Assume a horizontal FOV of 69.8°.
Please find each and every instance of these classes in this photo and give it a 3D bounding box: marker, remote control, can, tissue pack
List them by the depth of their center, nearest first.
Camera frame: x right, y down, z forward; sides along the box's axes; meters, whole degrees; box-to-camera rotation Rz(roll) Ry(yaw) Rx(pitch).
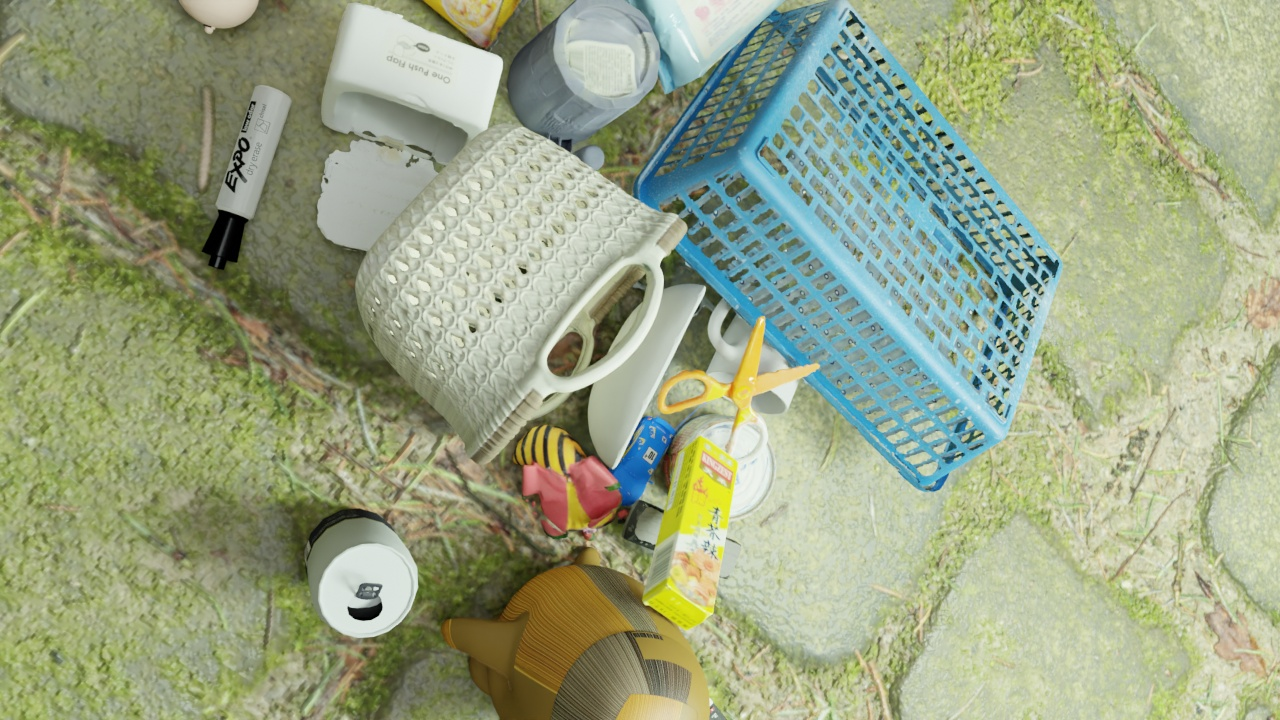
[{"bbox_3d":[-0.184,0.138,0.601,0.064,0.127,0.064,-1,91,-22],"label":"can"},{"bbox_3d":[-0.266,-0.122,0.617,0.025,0.025,0.126,18,85,-22],"label":"marker"},{"bbox_3d":[-0.130,-0.277,0.645,0.105,0.068,0.067,36,78,-20],"label":"can"},{"bbox_3d":[0.051,-0.304,0.711,0.181,0.070,0.112,-44,122,-13],"label":"tissue pack"},{"bbox_3d":[0.035,0.143,0.728,0.136,0.013,0.033,32,79,-44],"label":"remote control"},{"bbox_3d":[0.065,0.087,0.747,0.086,0.043,0.086,0,90,-20],"label":"can"},{"bbox_3d":[0.059,0.306,0.767,0.028,0.012,0.124,-40,105,-16],"label":"remote control"}]

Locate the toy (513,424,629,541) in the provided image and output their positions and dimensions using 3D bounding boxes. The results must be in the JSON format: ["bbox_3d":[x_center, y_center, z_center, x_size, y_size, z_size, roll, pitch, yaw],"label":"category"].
[{"bbox_3d":[-0.053,0.095,0.690,0.103,0.084,0.046,54,40,-12],"label":"toy"}]

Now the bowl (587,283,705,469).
[{"bbox_3d":[-0.004,0.004,0.671,0.043,0.150,0.149,27,81,2],"label":"bowl"}]

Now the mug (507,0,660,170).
[{"bbox_3d":[-0.045,-0.188,0.662,0.083,0.104,0.124,9,87,-23],"label":"mug"}]

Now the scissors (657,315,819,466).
[{"bbox_3d":[0.077,0.029,0.694,0.125,0.011,0.128,-17,114,4],"label":"scissors"}]

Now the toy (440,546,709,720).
[{"bbox_3d":[-0.028,0.226,0.626,0.198,0.204,0.162,18,85,-22],"label":"toy"}]

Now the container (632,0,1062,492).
[{"bbox_3d":[0.194,-0.100,0.731,0.362,0.089,0.256,42,58,-18],"label":"container"}]

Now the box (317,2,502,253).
[{"bbox_3d":[-0.169,-0.141,0.623,0.108,0.126,0.136,17,76,-20],"label":"box"}]

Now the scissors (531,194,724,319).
[{"bbox_3d":[-0.007,-0.062,0.729,0.173,0.014,0.141,27,86,-20],"label":"scissors"}]

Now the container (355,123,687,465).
[{"bbox_3d":[-0.080,-0.037,0.584,0.143,0.246,0.184,41,76,-4],"label":"container"}]

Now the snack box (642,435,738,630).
[{"bbox_3d":[0.038,0.118,0.651,0.040,0.029,0.147,36,37,-14],"label":"snack box"}]

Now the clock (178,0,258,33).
[{"bbox_3d":[-0.259,-0.308,0.595,0.160,0.086,0.131,-41,106,-7],"label":"clock"}]

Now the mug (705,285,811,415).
[{"bbox_3d":[0.092,-0.021,0.734,0.107,0.071,0.089,42,66,-41],"label":"mug"}]

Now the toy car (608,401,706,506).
[{"bbox_3d":[0.014,0.069,0.713,0.033,0.062,0.091,40,64,-18],"label":"toy car"}]
